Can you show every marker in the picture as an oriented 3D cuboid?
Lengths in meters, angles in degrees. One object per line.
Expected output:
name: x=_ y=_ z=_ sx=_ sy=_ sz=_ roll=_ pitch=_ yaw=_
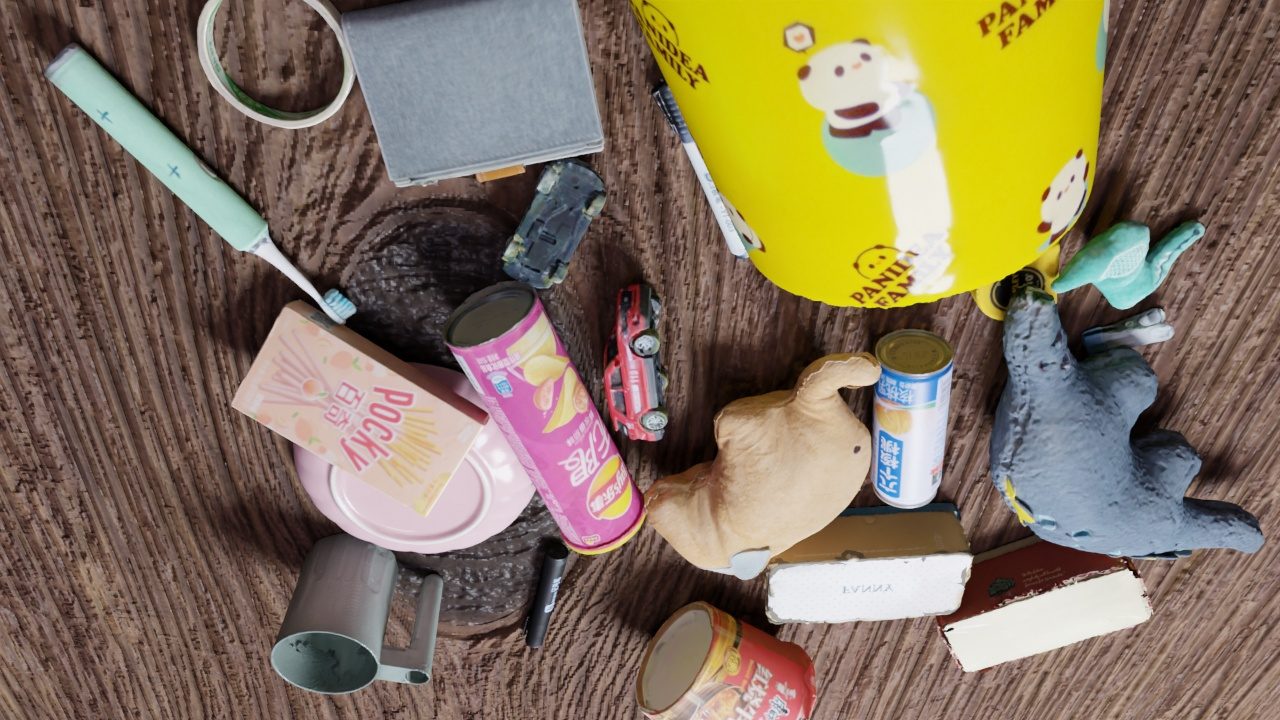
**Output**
marker: x=0.041 y=-0.117 z=0.571 sx=0.023 sy=0.018 sz=0.131 roll=-15 pitch=126 yaw=21
marker: x=-0.086 y=0.211 z=0.819 sx=0.022 sy=0.020 sz=0.132 roll=28 pitch=129 yaw=14

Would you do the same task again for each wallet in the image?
wallet: x=-0.092 y=-0.157 z=0.527 sx=0.130 sy=0.037 sz=0.107 roll=-9 pitch=116 yaw=5

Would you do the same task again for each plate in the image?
plate: x=-0.174 y=0.088 z=0.709 sx=0.192 sy=0.039 sz=0.193 roll=-1 pitch=127 yaw=-1

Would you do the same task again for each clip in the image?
clip: x=0.346 y=-0.018 z=0.653 sx=0.057 sy=0.029 sz=0.024 roll=-20 pitch=124 yaw=22

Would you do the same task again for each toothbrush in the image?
toothbrush: x=-0.265 y=-0.099 z=0.572 sx=0.027 sy=0.026 sz=0.224 roll=-40 pitch=121 yaw=0

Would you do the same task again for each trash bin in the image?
trash bin: x=0.099 y=-0.177 z=0.410 sx=0.230 sy=0.229 sz=0.255 roll=-17 pitch=132 yaw=11

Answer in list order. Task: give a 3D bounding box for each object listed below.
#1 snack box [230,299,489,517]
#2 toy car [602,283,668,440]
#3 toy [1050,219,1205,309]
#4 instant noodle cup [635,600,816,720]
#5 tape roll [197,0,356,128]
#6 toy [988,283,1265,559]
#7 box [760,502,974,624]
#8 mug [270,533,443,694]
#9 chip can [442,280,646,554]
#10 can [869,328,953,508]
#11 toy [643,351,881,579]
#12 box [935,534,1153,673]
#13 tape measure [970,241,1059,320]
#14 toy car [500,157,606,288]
snack box: x=-0.194 y=0.034 z=0.640 sx=0.157 sy=0.026 sz=0.084 roll=32 pitch=103 yaw=-7
toy car: x=-0.004 y=0.004 z=0.640 sx=0.045 sy=0.052 sz=0.121 roll=-2 pitch=129 yaw=3
toy: x=0.323 y=-0.065 z=0.605 sx=0.097 sy=0.030 sz=0.092 roll=-44 pitch=138 yaw=19
instant noodle cup: x=0.069 y=0.289 z=0.818 sx=0.108 sy=0.137 sz=0.138 roll=36 pitch=119 yaw=-15
tape roll: x=-0.206 y=-0.176 z=0.523 sx=0.086 sy=0.013 sz=0.086 roll=0 pitch=127 yaw=-1
toy: x=0.334 y=0.073 z=0.676 sx=0.138 sy=0.091 sz=0.356 roll=-37 pitch=121 yaw=24
box: x=0.192 y=0.171 z=0.771 sx=0.184 sy=0.059 sz=0.090 roll=-3 pitch=128 yaw=-1
mug: x=-0.230 y=0.212 z=0.764 sx=0.124 sy=0.103 sz=0.084 roll=13 pitch=126 yaw=-12
chip can: x=-0.063 y=0.046 z=0.660 sx=0.071 sy=0.071 sz=0.211 roll=-17 pitch=126 yaw=11
can: x=0.198 y=0.045 z=0.676 sx=0.053 sy=0.053 sz=0.135 roll=-6 pitch=127 yaw=3
toy: x=0.107 y=0.074 z=0.680 sx=0.143 sy=0.082 sz=0.227 roll=20 pitch=123 yaw=-34
box: x=0.342 y=0.211 z=0.791 sx=0.168 sy=0.076 sz=0.091 roll=-24 pitch=123 yaw=17
tape measure: x=0.250 y=-0.056 z=0.615 sx=0.057 sy=0.028 sz=0.060 roll=-13 pitch=127 yaw=7
toy car: x=-0.055 y=-0.088 z=0.581 sx=0.043 sy=0.034 sz=0.091 roll=23 pitch=121 yaw=-15
